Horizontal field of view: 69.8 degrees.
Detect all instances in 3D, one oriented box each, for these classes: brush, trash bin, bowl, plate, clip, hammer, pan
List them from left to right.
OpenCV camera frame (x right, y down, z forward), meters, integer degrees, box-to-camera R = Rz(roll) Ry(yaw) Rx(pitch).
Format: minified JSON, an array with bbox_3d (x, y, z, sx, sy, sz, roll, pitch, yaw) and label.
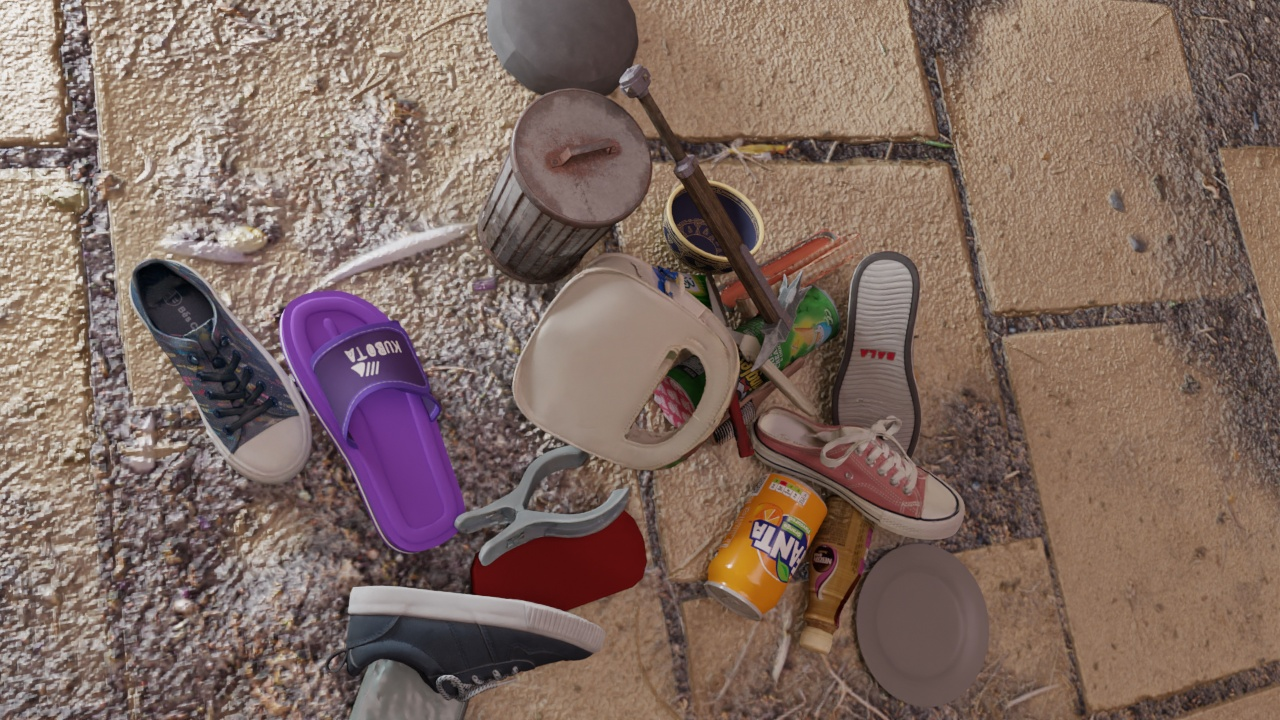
[{"bbox_3d":[-0.081,0.202,0.901,0.173,0.042,0.082,-14,83,-22],"label":"brush"},{"bbox_3d":[-0.079,-0.163,0.892,0.130,0.212,0.130,5,76,-19],"label":"trash bin"},{"bbox_3d":[-0.076,0.154,0.871,0.141,0.029,0.171,34,48,30],"label":"clip"},{"bbox_3d":[-0.077,-0.467,1.056,0.178,0.041,0.356,9,75,-18],"label":"pan"},{"bbox_3d":[0.074,-0.138,1.020,0.112,0.061,0.112,9,56,-14],"label":"bowl"},{"bbox_3d":[0.068,-0.139,0.877,0.317,0.028,0.146,54,46,-29],"label":"hammer"},{"bbox_3d":[0.130,0.045,0.993,0.135,0.050,0.015,-40,65,-7],"label":"brush"},{"bbox_3d":[0.319,0.299,1.042,0.178,0.012,0.178,5,76,-19],"label":"plate"}]

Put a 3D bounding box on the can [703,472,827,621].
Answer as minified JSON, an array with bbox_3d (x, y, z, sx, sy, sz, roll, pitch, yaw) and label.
[{"bbox_3d":[0.131,0.193,0.961,0.079,0.079,0.142,38,68,-8],"label":"can"}]

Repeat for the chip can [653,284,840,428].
[{"bbox_3d":[0.120,-0.006,1.006,0.222,0.076,0.075,-31,90,-24],"label":"chip can"}]

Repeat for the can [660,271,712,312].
[{"bbox_3d":[0.015,-0.064,0.983,0.120,0.067,0.067,5,76,-19],"label":"can"}]

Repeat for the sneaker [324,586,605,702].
[{"bbox_3d":[-0.146,0.250,0.796,0.235,0.089,0.087,10,71,-12],"label":"sneaker"}]

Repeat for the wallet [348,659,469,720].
[{"bbox_3d":[-0.210,0.313,0.824,0.100,0.054,0.131,27,67,-21],"label":"wallet"}]

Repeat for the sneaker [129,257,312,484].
[{"bbox_3d":[-0.372,0.003,0.819,0.087,0.079,0.235,-34,91,-23],"label":"sneaker"}]

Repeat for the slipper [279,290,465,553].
[{"bbox_3d":[-0.235,0.047,0.847,0.107,0.084,0.266,-23,88,-34],"label":"slipper"}]

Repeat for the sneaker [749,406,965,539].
[{"bbox_3d":[0.235,0.103,0.972,0.241,0.088,0.118,24,46,10],"label":"sneaker"}]

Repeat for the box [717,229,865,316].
[{"bbox_3d":[0.173,-0.103,1.054,0.186,0.083,0.043,-30,108,-25],"label":"box"}]

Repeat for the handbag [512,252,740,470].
[{"bbox_3d":[-0.005,0.005,0.905,0.199,0.092,0.201,34,107,-2],"label":"handbag"}]

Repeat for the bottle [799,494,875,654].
[{"bbox_3d":[0.208,0.231,0.991,0.059,0.060,0.165,24,71,-14],"label":"bottle"}]

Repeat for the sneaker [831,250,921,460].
[{"bbox_3d":[0.276,0.005,1.056,0.097,0.128,0.263,3,99,17],"label":"sneaker"}]

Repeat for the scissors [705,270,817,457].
[{"bbox_3d":[0.107,0.009,0.949,0.179,0.015,0.193,16,73,-17],"label":"scissors"}]
